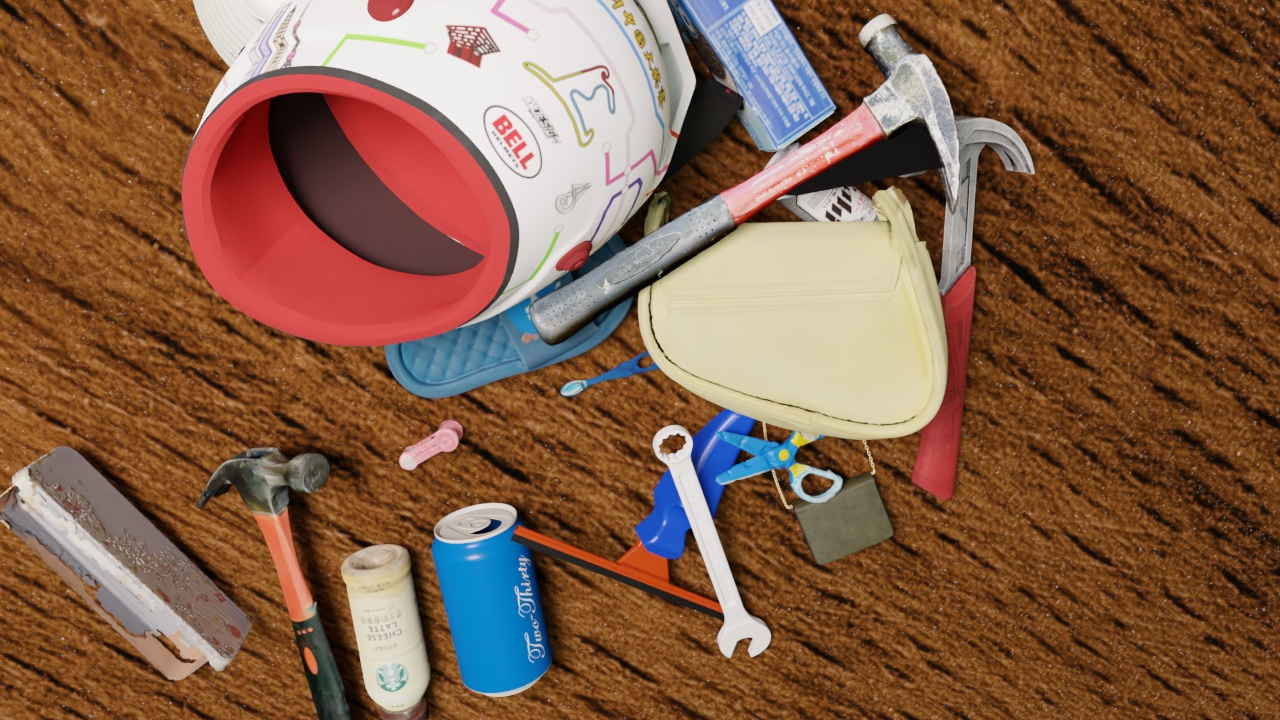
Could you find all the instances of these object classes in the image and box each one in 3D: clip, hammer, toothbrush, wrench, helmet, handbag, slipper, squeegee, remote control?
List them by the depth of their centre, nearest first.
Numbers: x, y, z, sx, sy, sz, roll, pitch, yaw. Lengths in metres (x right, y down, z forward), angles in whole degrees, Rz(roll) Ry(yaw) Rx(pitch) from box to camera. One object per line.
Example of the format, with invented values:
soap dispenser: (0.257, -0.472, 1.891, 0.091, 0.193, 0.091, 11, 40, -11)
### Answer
helmet: (-0.123, -0.153, 0.596, 0.315, 0.235, 0.231, -15, 124, 35)
hammer: (0.067, -0.098, 0.645, 0.326, 0.036, 0.140, -30, 78, 11)
remote control: (0.023, -0.157, 0.680, 0.039, 0.010, 0.125, 19, 137, -35)
handbag: (0.109, -0.033, 0.691, 0.233, 0.088, 0.191, 3, 90, 14)
slipper: (-0.101, -0.031, 0.719, 0.214, 0.059, 0.104, -26, 107, 6)
hammer: (0.250, -0.033, 0.734, 0.126, 0.036, 0.316, -13, 113, -25)
toothbrush: (-0.004, 0.004, 0.753, 0.132, 0.016, 0.021, -21, 95, 4)
clip: (-0.173, 0.073, 0.756, 0.058, 0.037, 0.022, -31, 107, 10)
wrench: (0.060, 0.159, 0.757, 0.047, 0.009, 0.274, -22, 123, -2)
squeegee: (0.042, 0.108, 0.763, 0.249, 0.055, 0.185, 28, 102, -28)
hammer: (-0.279, 0.228, 0.769, 0.133, 0.033, 0.333, -1, 109, 26)
handbag: (0.151, 0.081, 0.781, 0.084, 0.027, 0.178, -23, 99, 2)

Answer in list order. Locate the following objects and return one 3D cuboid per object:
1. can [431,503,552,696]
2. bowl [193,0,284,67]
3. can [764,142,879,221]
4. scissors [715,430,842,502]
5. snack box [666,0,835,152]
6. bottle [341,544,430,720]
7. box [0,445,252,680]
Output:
can: (-0.124, 0.201, 0.769, 0.079, 0.079, 0.146, -9, 105, 0)
bowl: (-0.239, -0.268, 0.642, 0.177, 0.070, 0.177, 0, 105, -2)
can: (0.145, -0.122, 0.711, 0.106, 0.044, 0.044, 35, 101, -11)
scissors: (0.115, 0.086, 0.749, 0.131, 0.019, 0.105, -19, 99, -17)
snack box: (0.055, -0.259, 0.663, 0.059, 0.059, 0.226, -35, 105, 4)
bottle: (-0.214, 0.242, 0.788, 0.056, 0.056, 0.162, -6, 105, -1)
box: (-0.426, 0.175, 0.744, 0.105, 0.096, 0.216, -36, 104, 12)
